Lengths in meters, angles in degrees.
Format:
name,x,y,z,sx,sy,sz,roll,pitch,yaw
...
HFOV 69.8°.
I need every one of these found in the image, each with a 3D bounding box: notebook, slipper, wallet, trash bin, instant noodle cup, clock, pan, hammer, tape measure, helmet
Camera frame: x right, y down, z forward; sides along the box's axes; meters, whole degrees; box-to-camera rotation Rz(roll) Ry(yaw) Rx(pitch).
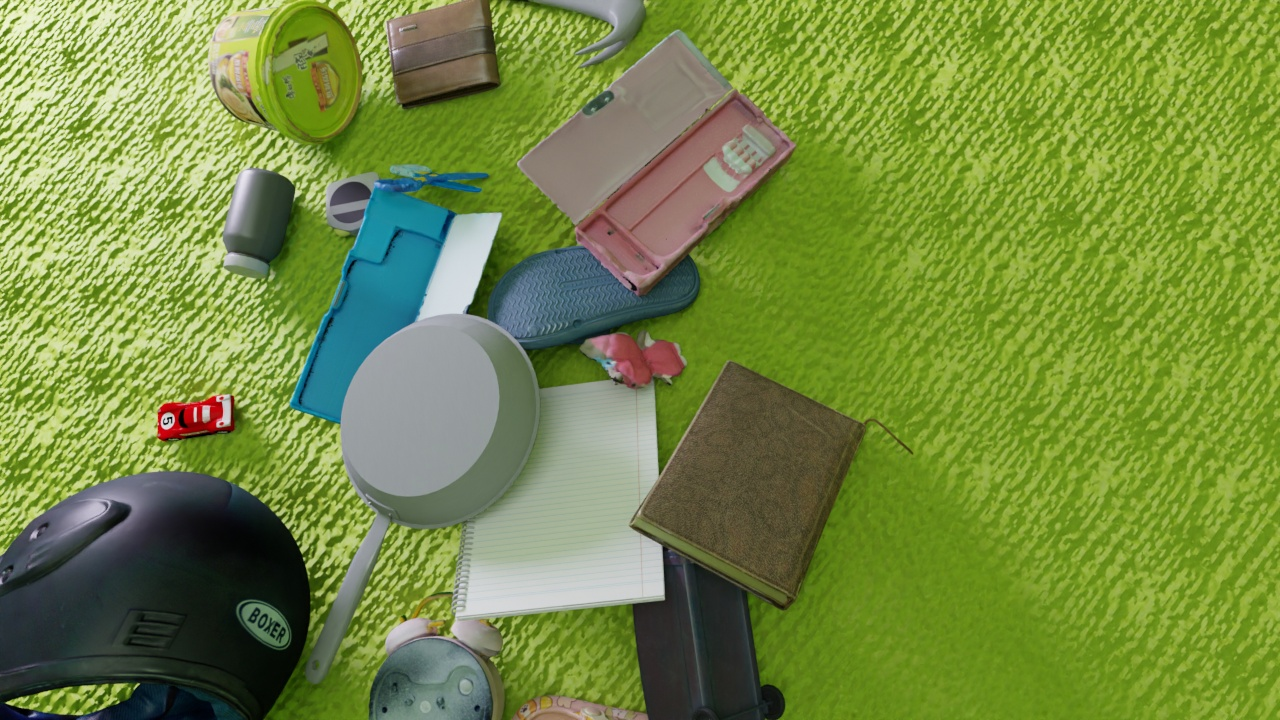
name,x,y,z,sx,sy,sz,roll,pitch,yaw
notebook,0.119,0.106,0.796,0.190,0.035,0.214,25,47,11
slipper,-0.028,0.346,0.791,0.197,0.081,0.093,15,78,13
wallet,-0.216,-0.335,1.001,0.121,0.027,0.098,-9,87,11
trash bin,0.050,0.235,0.789,0.092,0.093,0.160,-17,76,41
slipper,-0.047,-0.065,0.905,0.213,0.059,0.103,-14,67,-10
instant noodle cup,-0.377,-0.307,0.971,0.098,0.146,0.146,12,78,22
notebook,-0.072,0.115,0.828,0.178,0.013,0.245,-8,46,6
clock,-0.181,0.291,0.833,0.117,0.059,0.157,-7,75,11
pan,-0.221,0.119,0.815,0.201,0.051,0.356,22,81,23
hammer,-0.143,-0.412,1.017,0.311,0.029,0.125,19,79,13
tape measure,-0.304,-0.166,0.986,0.065,0.017,0.064,-11,75,5
helmet,-0.448,0.226,0.801,0.316,0.249,0.235,-22,45,8

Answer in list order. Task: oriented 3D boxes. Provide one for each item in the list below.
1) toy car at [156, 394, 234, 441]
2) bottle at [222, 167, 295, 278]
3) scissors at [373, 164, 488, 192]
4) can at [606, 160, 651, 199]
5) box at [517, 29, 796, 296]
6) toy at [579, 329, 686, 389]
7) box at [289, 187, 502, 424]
name,x,y,z,sx,sy,sz,roll,pitch,yaw
toy car,-0.460,0.059,0.950,0.089,0.025,0.038,-8,75,6
bottle,-0.407,-0.145,0.974,0.060,0.060,0.108,6,77,9
scissors,-0.219,-0.189,0.957,0.125,0.015,0.127,-10,31,-29
can,-0.013,-0.216,0.937,0.053,0.053,0.101,19,80,12
box,0.019,-0.196,0.901,0.232,0.039,0.179,-42,86,-17
toy,-0.005,0.005,0.882,0.102,0.050,0.065,-7,50,-37
box,-0.234,-0.043,0.922,0.170,0.071,0.243,14,79,20
